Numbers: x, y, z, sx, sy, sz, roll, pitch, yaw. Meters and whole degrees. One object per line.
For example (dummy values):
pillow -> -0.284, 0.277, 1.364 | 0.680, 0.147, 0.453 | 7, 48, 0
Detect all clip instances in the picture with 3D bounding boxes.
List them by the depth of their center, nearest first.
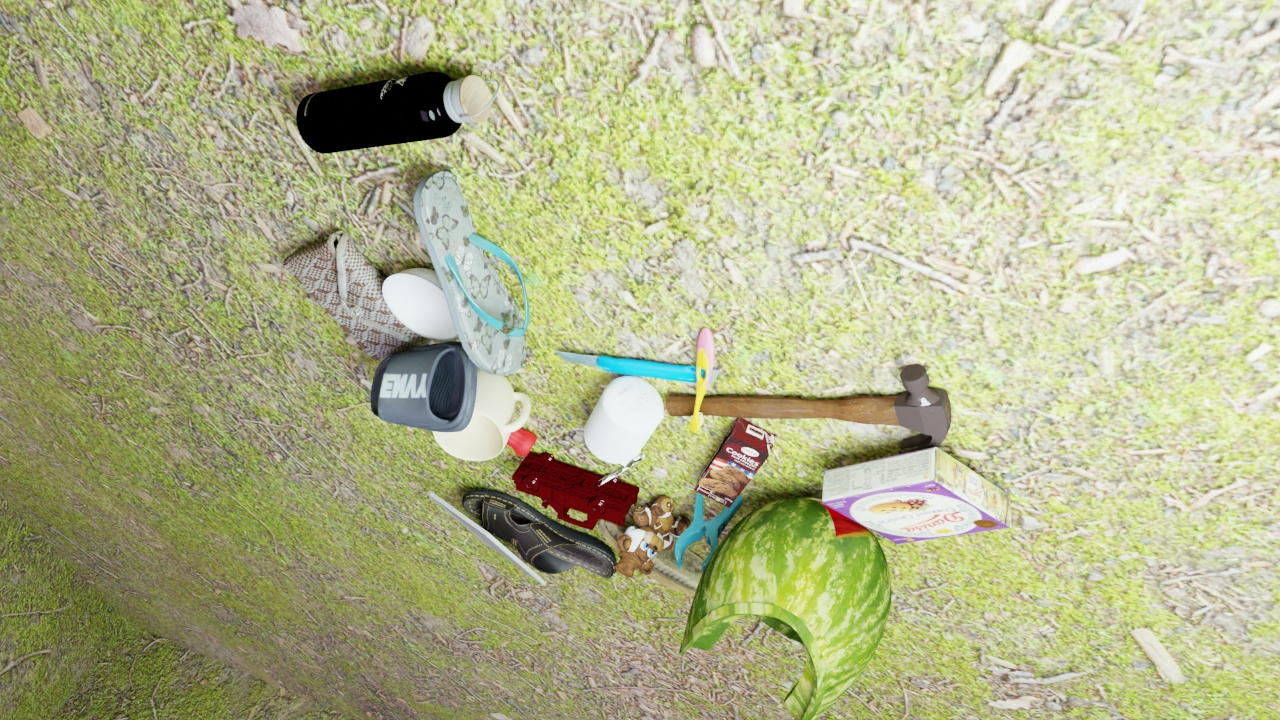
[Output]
clip -> 0.069, 0.214, 1.180 | 0.114, 0.126, 0.028 | 2, 136, 16

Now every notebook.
notebook -> -0.245, 0.288, 1.477 | 0.143, 0.009, 0.210 | 26, 160, 35

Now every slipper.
slipper -> -0.174, -0.081, 1.008 | 0.055, 0.098, 0.269 | 6, 136, 28
slipper -> -0.287, 0.027, 1.124 | 0.083, 0.110, 0.269 | 13, 170, -38
slipper -> -0.165, 0.284, 1.440 | 0.268, 0.075, 0.113 | 25, 143, 4

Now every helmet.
helmet -> 0.184, 0.278, 1.087 | 0.213, 0.246, 0.244 | 31, 123, 14

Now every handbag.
handbag -> -0.360, -0.076, 1.171 | 0.124, 0.046, 0.186 | -10, 129, 40

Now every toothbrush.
toothbrush -> 0.069, 0.022, 1.023 | 0.021, 0.016, 0.136 | 22, 124, 28

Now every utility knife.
utility knife -> -0.006, 0.006, 1.072 | 0.206, 0.015, 0.031 | 7, 137, 19

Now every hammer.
hammer -> 0.173, 0.054, 1.006 | 0.324, 0.033, 0.115 | 0, 133, 32

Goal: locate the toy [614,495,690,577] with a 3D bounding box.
toy -> 0.010, 0.247, 1.267 | 0.067, 0.112, 0.087 | 1, 137, 48

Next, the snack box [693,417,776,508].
snack box -> 0.114, 0.127, 1.124 | 0.051, 0.031, 0.141 | 27, 143, 2

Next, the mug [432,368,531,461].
mug -> -0.199, 0.062, 1.189 | 0.120, 0.099, 0.096 | -2, 129, 12

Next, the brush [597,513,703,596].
brush -> 0.025, 0.281, 1.336 | 0.195, 0.059, 0.043 | 35, 131, -5

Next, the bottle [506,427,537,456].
bottle -> -0.201, 0.088, 1.269 | 0.119, 0.036, 0.036 | 34, 142, -7

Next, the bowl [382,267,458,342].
bowl -> -0.252, -0.076, 1.108 | 0.110, 0.040, 0.110 | 17, 142, 14

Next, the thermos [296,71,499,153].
thermos -> -0.231, -0.242, 0.888 | 0.232, 0.061, 0.061 | 1, 135, 30

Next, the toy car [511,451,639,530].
toy car -> -0.091, 0.186, 1.286 | 0.170, 0.070, 0.062 | 16, 129, 15

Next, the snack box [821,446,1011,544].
snack box -> 0.300, 0.151, 0.999 | 0.148, 0.040, 0.144 | 30, 146, -31

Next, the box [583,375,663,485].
box -> -0.028, 0.093, 1.129 | 0.092, 0.083, 0.166 | 44, 145, 8
